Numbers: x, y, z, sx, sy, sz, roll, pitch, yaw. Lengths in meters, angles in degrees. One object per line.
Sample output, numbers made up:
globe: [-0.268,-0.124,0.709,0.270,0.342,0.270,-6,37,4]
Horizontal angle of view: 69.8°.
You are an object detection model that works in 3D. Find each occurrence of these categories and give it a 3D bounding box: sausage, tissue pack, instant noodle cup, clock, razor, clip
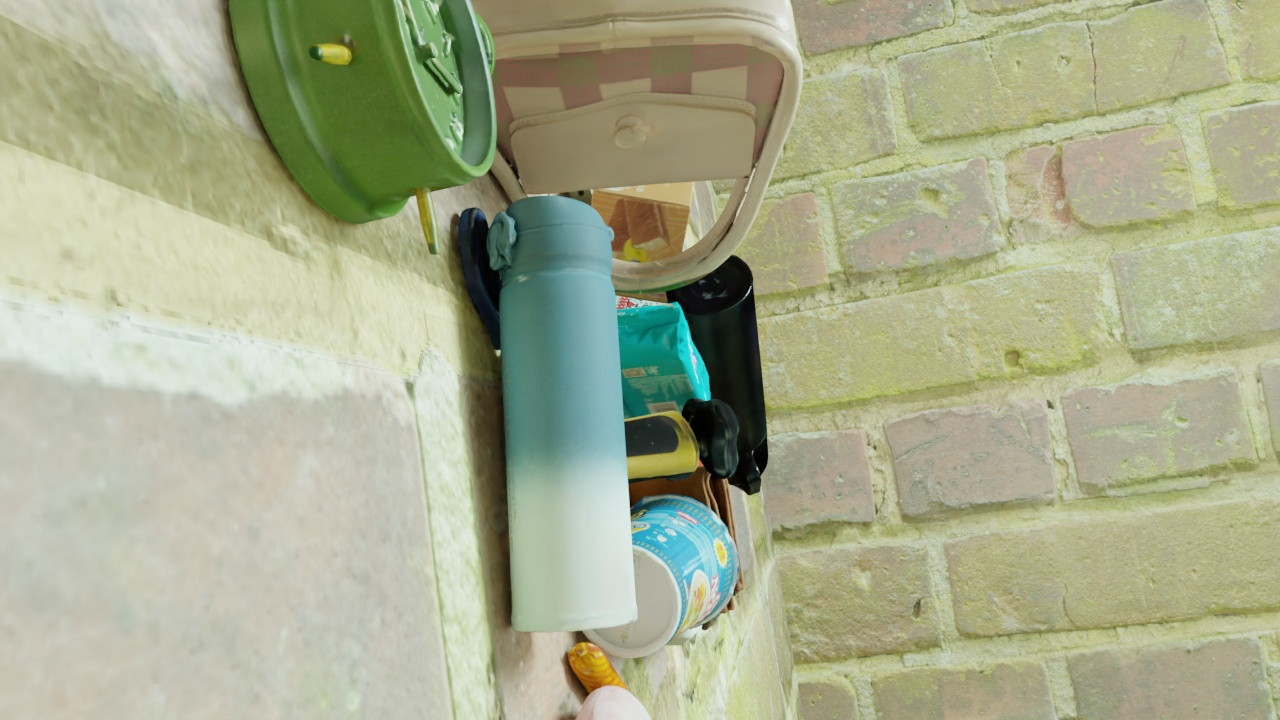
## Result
sausage: [-0.016,0.219,0.589,0.165,0.021,0.021,70,14,-46]
tissue pack: [-0.004,0.004,0.665,0.133,0.093,0.050,62,25,-61]
instant noodle cup: [0.005,0.146,0.607,0.109,0.099,0.099,-7,87,-72]
clock: [-0.099,-0.128,0.364,0.116,0.056,0.161,69,14,-51]
razor: [0.002,0.055,0.592,0.167,0.068,0.062,-3,58,-46]
clip: [-0.054,-0.170,0.729,0.104,0.035,0.086,35,47,-82]

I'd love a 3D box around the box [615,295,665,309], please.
box: [0.002,-0.036,0.896,0.095,0.100,0.200,-59,-171,26]

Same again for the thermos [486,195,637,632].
thermos: [-0.042,0.026,0.475,0.070,0.070,0.220,33,51,-76]

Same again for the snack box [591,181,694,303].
snack box: [0.001,-0.115,0.756,0.092,0.077,0.095,-80,179,-51]

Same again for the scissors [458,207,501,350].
scissors: [-0.075,-0.009,0.511,0.163,0.012,0.162,72,13,-46]

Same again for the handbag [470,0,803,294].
handbag: [-0.005,-0.129,0.565,0.235,0.193,0.093,83,6,-52]

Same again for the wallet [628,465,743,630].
wallet: [0.032,0.141,0.711,0.131,0.035,0.119,-14,-100,61]

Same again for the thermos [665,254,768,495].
thermos: [0.077,0.025,0.780,0.243,0.068,0.090,74,-9,-47]

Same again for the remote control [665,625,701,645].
remote control: [0.027,0.216,0.758,0.125,0.049,0.024,32,56,-76]

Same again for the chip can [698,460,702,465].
chip can: [0.035,0.116,0.832,0.073,0.073,0.217,-88,165,-49]

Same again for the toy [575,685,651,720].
toy: [-0.015,0.236,0.479,0.159,0.054,0.121,57,23,-73]
